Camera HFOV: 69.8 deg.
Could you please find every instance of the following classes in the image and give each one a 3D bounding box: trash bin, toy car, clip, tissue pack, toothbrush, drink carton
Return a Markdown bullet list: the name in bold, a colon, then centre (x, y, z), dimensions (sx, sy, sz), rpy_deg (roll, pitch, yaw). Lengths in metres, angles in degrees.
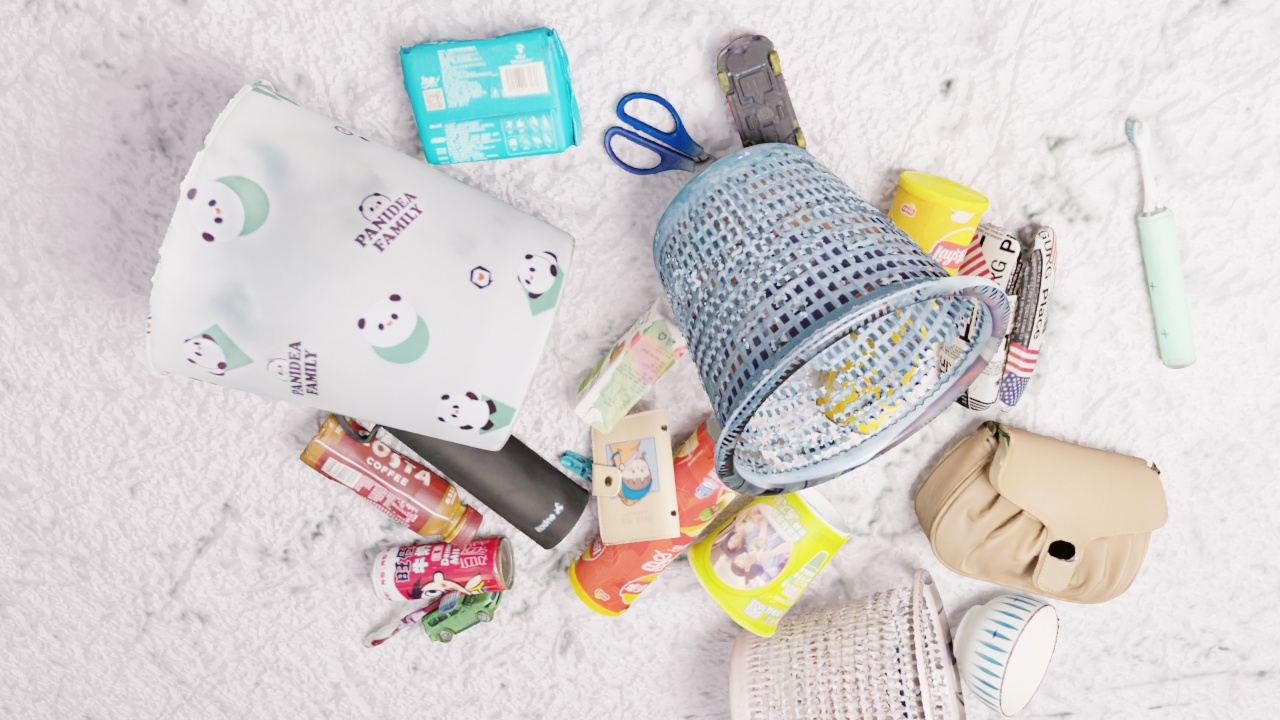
- **trash bin**: centre (0.196, 0.322, 0.872), dimensions (0.192, 0.226, 0.227), rpy_deg (-12, 115, 23)
- **trash bin**: centre (-0.199, -0.055, 0.701), dimensions (0.252, 0.229, 0.230), rpy_deg (20, 115, -13)
- **toy car**: centre (-0.182, 0.254, 0.938), dimensions (0.091, 0.043, 0.036), rpy_deg (-26, 111, 14)
- **clip**: centre (-0.050, 0.103, 0.871), dimensions (0.056, 0.039, 0.014), rpy_deg (29, 113, -2)
- **trash bin**: centre (0.115, -0.044, 0.673), dimensions (0.226, 0.195, 0.227), rpy_deg (-20, 148, -13)
- **toy car**: centre (0.093, -0.199, 0.711), dimensions (0.049, 0.031, 0.106), rpy_deg (-20, 114, 11)
- **tissue pack**: centre (-0.117, -0.203, 0.710), dimensions (0.133, 0.050, 0.093), rpy_deg (-5, 117, 6)
- **toothbrush**: centre (-0.235, 0.268, 0.931), dimensions (0.016, 0.017, 0.188), rpy_deg (29, 135, -30)
- **drink carton**: centre (-0.005, 0.005, 0.803), dimensions (0.045, 0.053, 0.123), rpy_deg (35, 113, -14)
- **toothbrush**: centre (0.424, -0.091, 0.748), dimensions (0.026, 0.027, 0.224), rpy_deg (-24, 113, -1)

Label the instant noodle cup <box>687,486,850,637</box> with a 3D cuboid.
- **instant noodle cup**: centre (0.126, 0.174, 0.853), dimensions (0.111, 0.111, 0.123), rpy_deg (40, 104, -15)

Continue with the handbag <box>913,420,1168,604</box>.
- **handbag**: centre (0.361, 0.141, 0.823), dimensions (0.204, 0.099, 0.148), rpy_deg (14, 113, -7)

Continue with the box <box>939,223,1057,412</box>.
- **box**: centre (0.311, -0.035, 0.771), dimensions (0.088, 0.076, 0.163), rpy_deg (-7, 114, -21)

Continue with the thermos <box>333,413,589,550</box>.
- **thermos**: centre (-0.168, 0.084, 0.842), dimensions (0.242, 0.068, 0.090), rpy_deg (39, 105, -13)

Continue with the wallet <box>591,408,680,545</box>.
- **wallet**: centre (-0.007, 0.106, 0.830), dimensions (0.087, 0.024, 0.115), rpy_deg (-12, 78, 30)

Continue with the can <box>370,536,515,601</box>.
- **can**: centre (-0.195, 0.207, 0.910), dimensions (0.133, 0.053, 0.053), rpy_deg (-7, 115, 6)

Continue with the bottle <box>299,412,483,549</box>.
- **bottle**: centre (-0.231, 0.117, 0.866), dimensions (0.175, 0.057, 0.058), rpy_deg (36, 112, -14)

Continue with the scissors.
- **scissors**: centre (0.058, -0.168, 0.740), dimensions (0.175, 0.012, 0.108), rpy_deg (2, 116, 1)

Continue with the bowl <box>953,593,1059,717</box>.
- **bowl**: centre (0.351, 0.280, 0.898), dimensions (0.066, 0.116, 0.116), rpy_deg (19, 126, 44)

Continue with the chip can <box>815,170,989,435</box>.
- **chip can**: centre (0.212, -0.044, 0.759), dimensions (0.072, 0.072, 0.214), rpy_deg (14, 117, -4)

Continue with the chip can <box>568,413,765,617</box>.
- **chip can**: centre (0.023, 0.148, 0.861), dimensions (0.073, 0.073, 0.217), rpy_deg (36, 111, -14)
